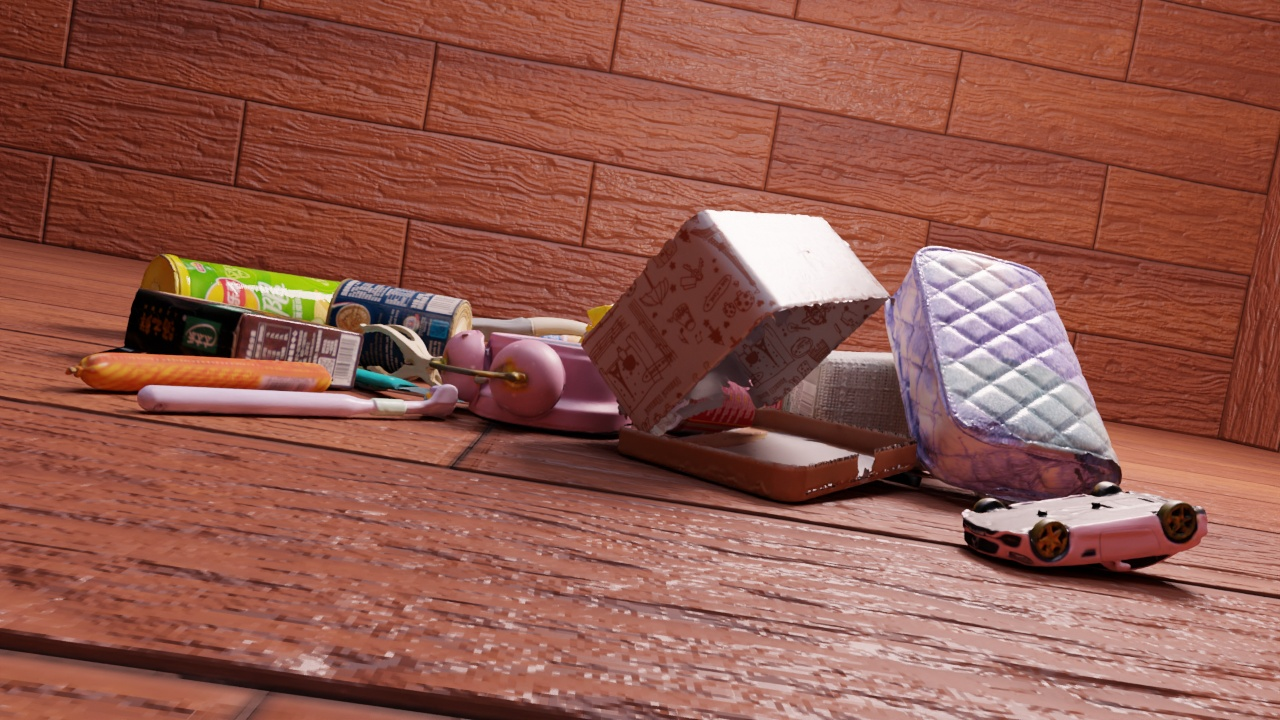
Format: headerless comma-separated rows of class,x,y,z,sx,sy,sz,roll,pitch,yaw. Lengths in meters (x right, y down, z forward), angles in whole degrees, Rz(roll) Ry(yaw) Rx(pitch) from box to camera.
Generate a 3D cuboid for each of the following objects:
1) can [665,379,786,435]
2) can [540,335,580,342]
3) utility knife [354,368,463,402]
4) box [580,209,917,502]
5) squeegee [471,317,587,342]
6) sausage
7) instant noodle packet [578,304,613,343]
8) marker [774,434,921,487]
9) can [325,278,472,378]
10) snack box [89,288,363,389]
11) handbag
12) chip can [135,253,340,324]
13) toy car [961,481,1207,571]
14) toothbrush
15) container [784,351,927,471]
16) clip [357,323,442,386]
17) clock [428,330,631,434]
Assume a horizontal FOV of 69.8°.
can,0.061,0.028,0.732,0.093,0.066,0.066,8,4,-29
can,-0.064,-0.006,1.117,0.134,0.053,0.053,9,3,-10
utility knife,-0.194,0.015,0.663,0.208,0.013,0.029,9,0,42
box,0.085,0.020,0.588,0.182,0.153,0.178,-9,56,-52
squeegee,-0.101,-0.024,0.897,0.246,0.039,0.247,6,3,-21
sausage,-0.247,0.009,0.536,0.021,0.021,0.165,12,3,33
instant noodle packet,-0.005,0.005,0.774,0.128,0.111,0.044,9,46,-28
marker,0.143,0.071,0.661,0.124,0.015,0.018,13,6,39
can,-0.209,-0.026,0.807,0.111,0.075,0.075,10,3,3
snack box,-0.276,-0.011,0.621,0.113,0.053,0.125,11,-2,28
handbag,0.255,0.009,0.666,0.134,0.076,0.193,11,48,-8
chip can,-0.331,-0.046,0.836,0.073,0.072,0.221,12,3,37
toy car,0.220,0.086,0.456,0.122,0.037,0.056,-4,3,-13
toothbrush,-0.183,0.022,0.518,0.188,0.029,0.021,4,44,-50
container,0.174,0.037,0.744,0.114,0.090,0.090,5,4,-19
clip,-0.175,-0.011,0.715,0.105,0.083,0.034,-1,0,18
clock,-0.074,0.013,0.645,0.117,0.060,0.158,11,5,44
